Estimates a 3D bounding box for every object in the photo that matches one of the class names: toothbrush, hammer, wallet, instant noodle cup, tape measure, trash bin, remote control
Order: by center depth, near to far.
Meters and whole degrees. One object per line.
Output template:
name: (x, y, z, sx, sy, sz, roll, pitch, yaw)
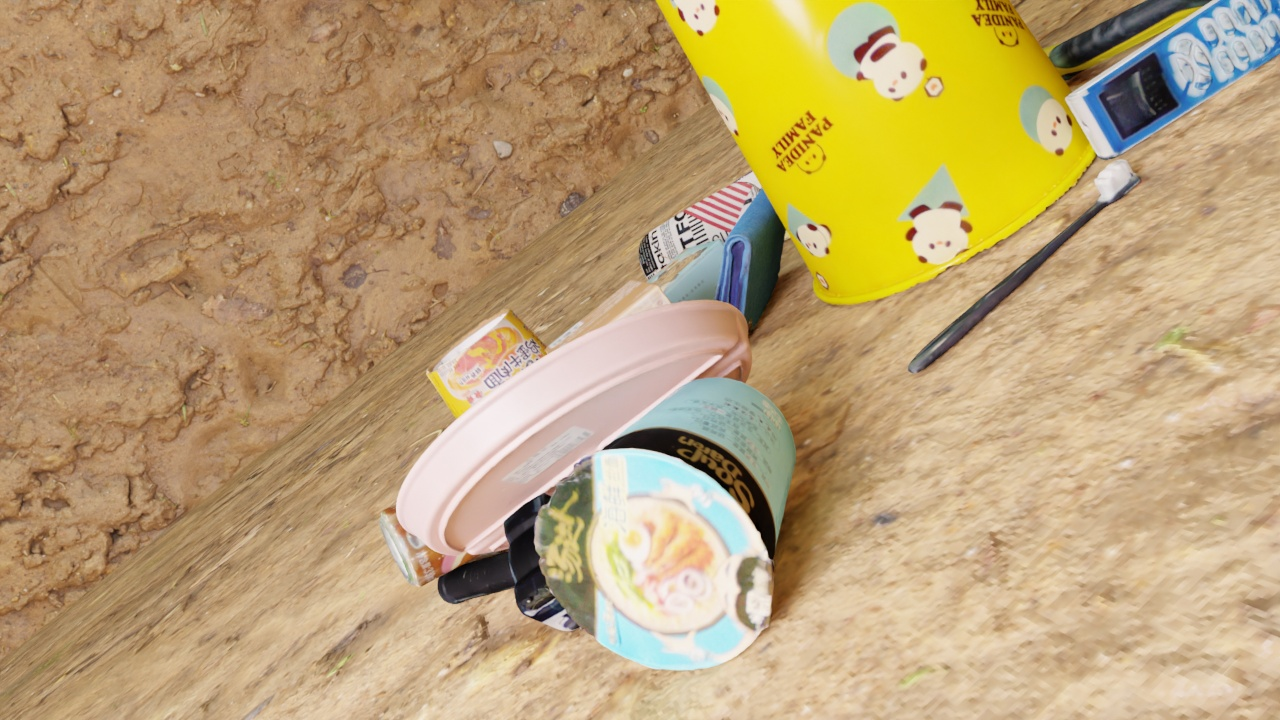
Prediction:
instant noodle cup: (0.025, 0.067, 0.443, 0.111, 0.111, 0.120, -29, 8, 30)
tape measure: (-0.041, 0.114, 0.504, 0.034, 0.066, 0.065, -36, 41, 19)
toothbrush: (0.215, -0.053, 0.515, 0.181, 0.018, 0.016, -41, 18, -8)
remote control: (0.330, -0.179, 0.561, 0.125, 0.049, 0.024, -33, 13, 14)
toothbrush: (-0.060, 0.128, 0.589, 0.213, 0.027, 0.026, -24, 64, 39)
hammer: (0.379, -0.245, 0.603, 0.126, 0.032, 0.323, 0, -1, -11)
trash bin: (0.155, -0.209, 0.653, 0.230, 0.255, 0.229, -35, 14, 10)
wallet: (0.091, -0.082, 0.754, 0.040, 0.107, 0.132, 17, 37, 16)
instant noodle cup: (-0.145, 0.020, 0.947, 0.138, 0.110, 0.138, -34, 14, 10)

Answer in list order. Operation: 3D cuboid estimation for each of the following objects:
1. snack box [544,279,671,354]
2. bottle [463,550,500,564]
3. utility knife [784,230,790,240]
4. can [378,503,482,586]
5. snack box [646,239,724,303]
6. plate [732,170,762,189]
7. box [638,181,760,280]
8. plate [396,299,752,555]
snack box: (-0.004, 0.004, 0.695, 0.092, 0.094, 0.077, -39, 15, -6)
bottle: (-0.125, 0.110, 0.756, 0.080, 0.044, 0.194, -26, 17, 5)
utility knife: (0.191, -0.161, 0.895, 0.168, 0.018, 0.031, -33, 11, 12)
can: (-0.104, 0.099, 0.641, 0.147, 0.058, 0.058, -26, 9, -23)
snack box: (0.015, -0.043, 0.876, 0.174, 0.051, 0.074, -42, 16, -17)
plate: (0.122, -0.181, 1.061, 0.192, 0.039, 0.192, -34, 12, 8)
box: (0.080, -0.123, 0.965, 0.163, 0.076, 0.087, -27, -14, 34)
plate: (-0.029, 0.048, 0.533, 0.229, 0.028, 0.230, -27, -22, -12)
